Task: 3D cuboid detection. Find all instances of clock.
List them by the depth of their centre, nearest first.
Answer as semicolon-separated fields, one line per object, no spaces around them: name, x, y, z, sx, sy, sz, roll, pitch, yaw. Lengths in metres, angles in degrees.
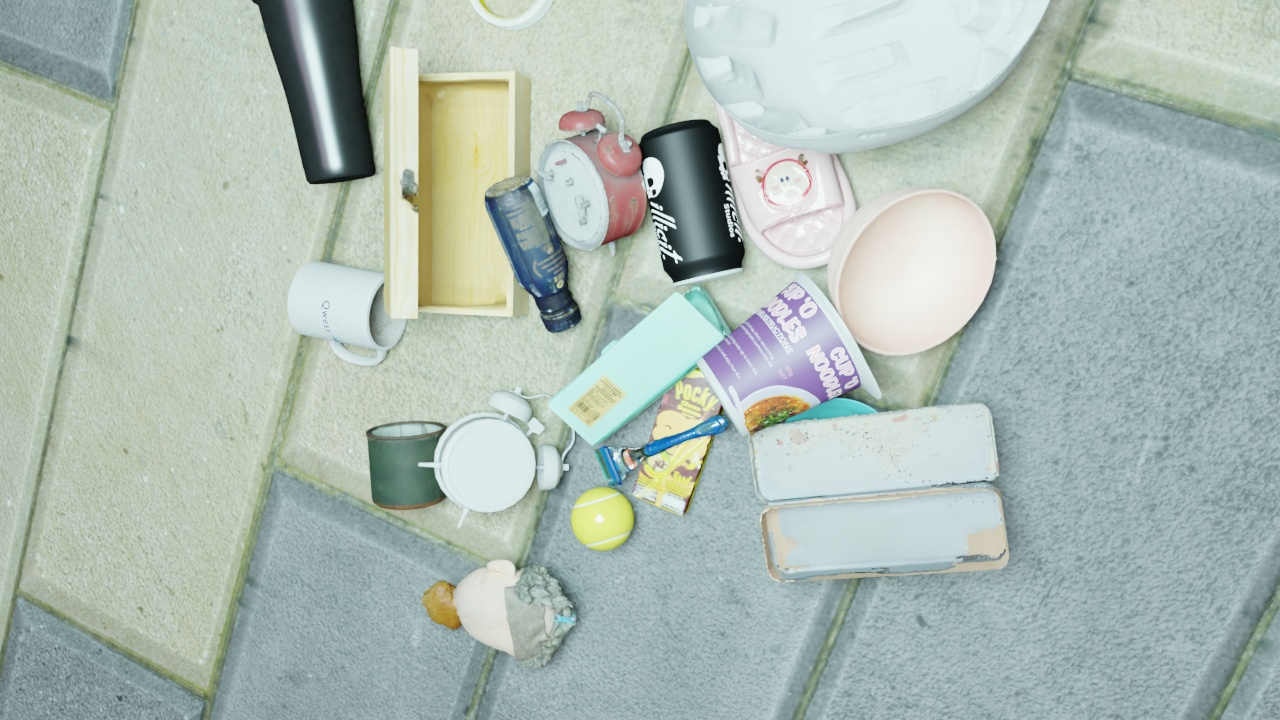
clock;-0.049;-0.177;0.872;0.110;0.061;0.157;45;142;26
clock;-0.144;0.097;0.964;0.159;0.061;0.120;-32;98;-13

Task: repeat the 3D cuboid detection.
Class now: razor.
razor;0.024;0.085;0.916;0.141;0.018;0.044;-22;91;15

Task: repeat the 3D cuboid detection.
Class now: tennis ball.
tennis ball;-0.039;0.164;0.947;0.065;0.065;0.065;2;97;17

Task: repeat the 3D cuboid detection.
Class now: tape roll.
tape roll;-0.131;-0.387;0.935;0.094;0.019;0.094;2;97;17

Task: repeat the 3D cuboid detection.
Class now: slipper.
slipper;0.128;-0.190;0.861;0.107;0.055;0.221;-20;89;20

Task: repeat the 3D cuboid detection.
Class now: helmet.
helmet;0.178;-0.278;0.752;0.282;0.184;0.224;-20;73;-8

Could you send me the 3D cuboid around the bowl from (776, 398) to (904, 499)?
bowl;0.190;0.093;0.879;0.121;0.046;0.121;2;97;17

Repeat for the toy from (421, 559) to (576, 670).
toy;-0.151;0.267;0.990;0.176;0.076;0.133;4;113;15

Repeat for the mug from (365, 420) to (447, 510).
mug;-0.261;0.112;1.007;0.111;0.084;0.081;7;102;47

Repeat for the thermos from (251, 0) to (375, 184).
thermos;-0.338;-0.301;0.970;0.106;0.105;0.219;-6;100;17

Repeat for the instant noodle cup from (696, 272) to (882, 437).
instant noodle cup;0.127;0.010;0.832;0.122;0.122;0.136;-32;68;2

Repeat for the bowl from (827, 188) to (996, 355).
bowl;0.229;-0.088;0.819;0.153;0.076;0.153;-5;117;-11

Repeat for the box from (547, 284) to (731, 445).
box;-0.007;0.006;0.892;0.189;0.079;0.077;-38;65;24

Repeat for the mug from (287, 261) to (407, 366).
mug;-0.315;-0.045;1.007;0.096;0.082;0.120;11;128;15

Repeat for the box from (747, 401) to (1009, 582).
box;0.213;0.120;0.833;0.217;0.043;0.151;-9;97;18

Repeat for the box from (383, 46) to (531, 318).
box;-0.206;-0.170;0.930;0.142;0.184;0.248;6;97;37

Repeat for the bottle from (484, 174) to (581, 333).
bottle;-0.104;-0.103;0.915;0.056;0.056;0.161;-11;119;18

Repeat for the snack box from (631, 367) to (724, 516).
snack box;0.042;0.079;0.934;0.061;0.025;0.149;21;102;13

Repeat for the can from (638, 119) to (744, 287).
can;0.049;-0.149;0.876;0.080;0.080;0.146;-12;93;18
